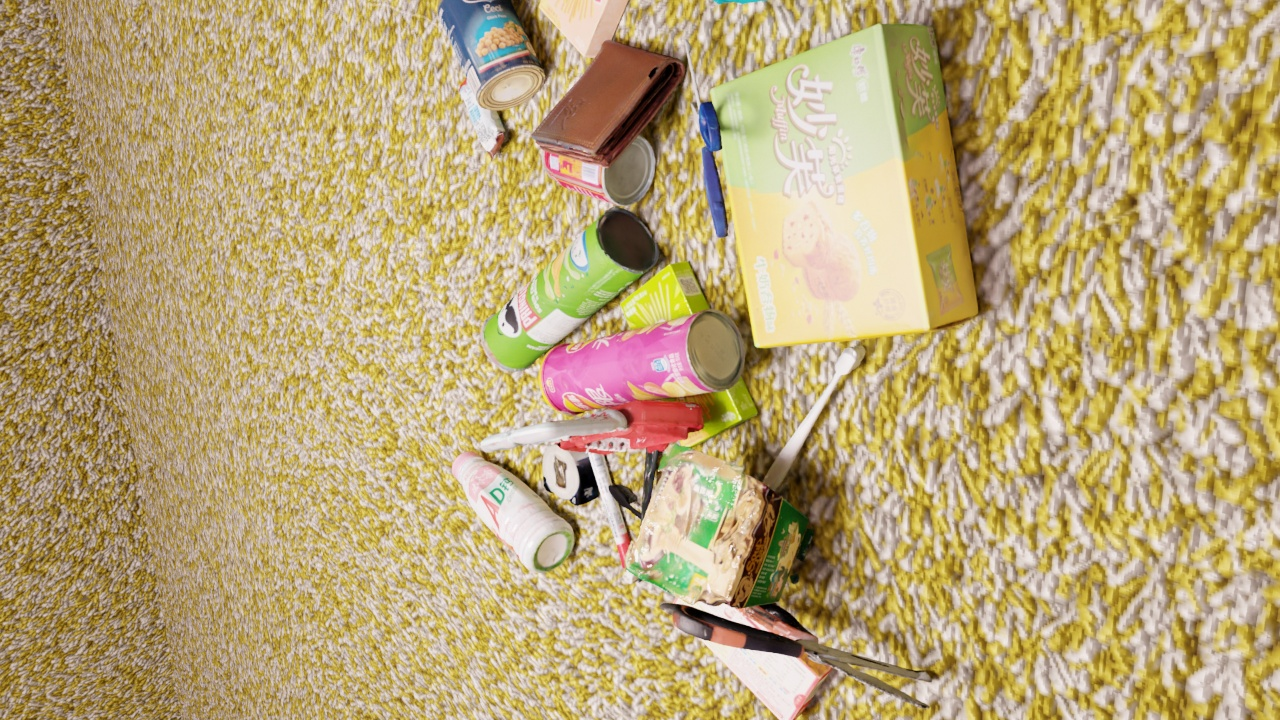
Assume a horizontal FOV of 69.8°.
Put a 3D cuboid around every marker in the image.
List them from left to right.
[{"bbox_3d":[-0.032,0.150,0.982,0.017,0.017,0.145,-20,86,48],"label":"marker"}]

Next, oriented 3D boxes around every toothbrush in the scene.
[{"bbox_3d":[0.004,0.141,0.925,0.016,0.018,0.181,16,103,39],"label":"toothbrush"},{"bbox_3d":[0.034,0.182,0.926,0.189,0.016,0.014,37,129,30],"label":"toothbrush"},{"bbox_3d":[0.141,0.055,0.771,0.016,0.016,0.181,50,134,29],"label":"toothbrush"}]

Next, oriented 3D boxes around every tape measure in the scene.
[{"bbox_3d":[-0.078,0.120,1.010,0.066,0.033,0.066,14,111,43],"label":"tape measure"}]

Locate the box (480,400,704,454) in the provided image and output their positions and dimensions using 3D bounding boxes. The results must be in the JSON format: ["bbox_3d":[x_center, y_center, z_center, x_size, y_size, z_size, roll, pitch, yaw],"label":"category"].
[{"bbox_3d":[-0.051,0.065,0.847,0.201,0.158,0.039,160,113,-63],"label":"box"}]

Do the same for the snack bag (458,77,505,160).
[{"bbox_3d":[-0.172,-0.273,1.003,0.048,0.026,0.104,-35,76,53],"label":"snack bag"}]

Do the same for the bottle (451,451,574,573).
[{"bbox_3d":[-0.158,0.171,1.091,0.197,0.068,0.068,35,125,41],"label":"bottle"}]

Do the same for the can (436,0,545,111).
[{"bbox_3d":[-0.151,-0.319,0.931,0.076,0.075,0.111,-35,76,46],"label":"can"}]

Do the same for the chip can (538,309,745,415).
[{"bbox_3d":[-0.005,0.005,0.829,0.211,0.071,0.071,-12,92,49],"label":"chip can"}]

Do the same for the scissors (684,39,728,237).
[{"bbox_3d":[0.051,-0.177,0.727,0.162,0.012,0.174,-84,-15,-84],"label":"scissors"}]

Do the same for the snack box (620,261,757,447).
[{"bbox_3d":[0.042,-0.004,0.850,0.086,0.026,0.156,-33,77,47],"label":"snack box"}]

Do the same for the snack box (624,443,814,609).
[{"bbox_3d":[0.074,0.151,0.787,0.118,0.105,0.118,17,83,43],"label":"snack box"}]

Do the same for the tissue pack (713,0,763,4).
[{"bbox_3d":[0.099,-0.319,0.681,0.134,0.050,0.093,14,113,45],"label":"tissue pack"}]

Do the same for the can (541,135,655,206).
[{"bbox_3d":[-0.041,-0.186,0.857,0.094,0.066,0.067,26,119,40],"label":"can"}]

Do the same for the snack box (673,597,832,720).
[{"bbox_3d":[0.100,0.257,0.857,0.156,0.027,0.077,41,128,28],"label":"snack box"}]

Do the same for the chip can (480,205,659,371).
[{"bbox_3d":[-0.077,-0.065,0.928,0.237,0.072,0.072,-34,76,46],"label":"chip can"}]

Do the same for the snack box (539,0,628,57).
[{"bbox_3d":[-0.036,-0.366,0.830,0.084,0.026,0.158,52,133,24],"label":"snack box"}]

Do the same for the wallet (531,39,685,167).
[{"bbox_3d":[-0.031,-0.230,0.814,0.101,0.032,0.124,27,76,43],"label":"wallet"}]

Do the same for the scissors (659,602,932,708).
[{"bbox_3d":[0.124,0.226,0.735,0.226,0.188,0.015,16,91,55],"label":"scissors"}]

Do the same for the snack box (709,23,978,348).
[{"bbox_3d":[0.145,-0.119,0.674,0.158,0.069,0.210,-5,98,48],"label":"snack box"}]
